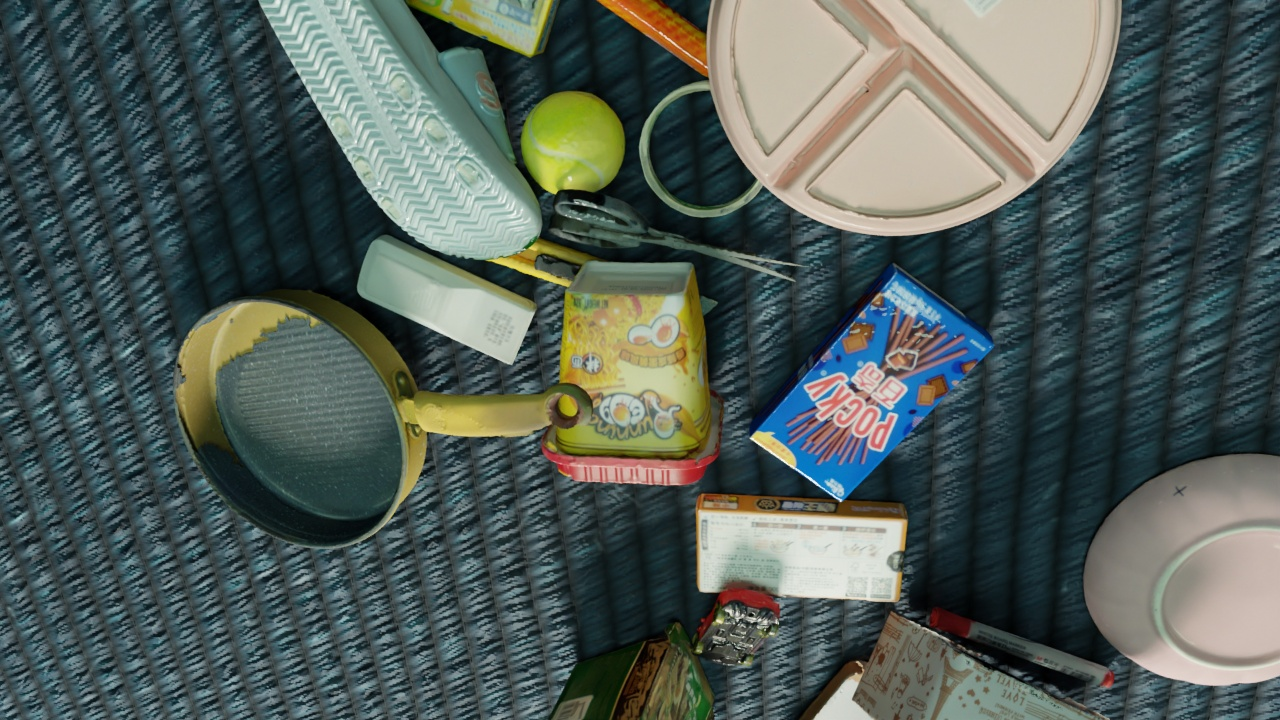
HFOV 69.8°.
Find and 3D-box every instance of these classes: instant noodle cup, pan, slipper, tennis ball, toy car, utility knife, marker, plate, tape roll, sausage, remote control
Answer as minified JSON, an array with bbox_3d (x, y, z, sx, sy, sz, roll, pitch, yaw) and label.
[{"bbox_3d":[-0.004,0.004,0.603,0.116,0.115,0.124,2,111,7],"label":"instant noodle cup"},{"bbox_3d":[-0.183,0.039,0.630,0.358,0.078,0.198,-8,108,22],"label":"pan"},{"bbox_3d":[-0.144,-0.169,0.564,0.104,0.074,0.245,-19,111,41],"label":"slipper"},{"bbox_3d":[-0.042,-0.135,0.576,0.065,0.065,0.065,3,113,7],"label":"tennis ball"},{"bbox_3d":[0.072,0.209,0.714,0.049,0.031,0.107,15,138,-3],"label":"toy car"},{"bbox_3d":[-0.054,-0.068,0.634,0.223,0.015,0.033,18,116,0],"label":"utility knife"},{"bbox_3d":[0.293,0.221,0.705,0.145,0.017,0.017,19,114,-1],"label":"marker"},{"bbox_3d":[0.150,-0.178,0.521,0.230,0.028,0.230,5,116,10],"label":"plate"},{"bbox_3d":[0.043,-0.136,0.593,0.086,0.013,0.086,3,113,6],"label":"tape roll"},{"bbox_3d":[0.421,0.159,0.649,0.192,0.039,0.193,3,113,7],"label":"plate"},{"bbox_3d":[-0.010,-0.215,0.542,0.165,0.021,0.021,28,115,-23],"label":"sausage"},{"bbox_3d":[-0.139,-0.043,0.652,0.125,0.024,0.049,24,114,-3],"label":"remote control"}]

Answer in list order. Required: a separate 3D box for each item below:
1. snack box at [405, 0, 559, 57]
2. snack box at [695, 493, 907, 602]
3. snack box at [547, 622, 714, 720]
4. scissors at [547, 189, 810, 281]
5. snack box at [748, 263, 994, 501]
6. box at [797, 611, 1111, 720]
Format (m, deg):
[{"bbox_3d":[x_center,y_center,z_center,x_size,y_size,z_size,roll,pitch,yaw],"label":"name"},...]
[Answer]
[{"bbox_3d":[-0.079,-0.265,0.546,0.087,0.033,0.141,22,112,-2],"label":"snack box"},{"bbox_3d":[0.119,0.141,0.691,0.154,0.026,0.075,1,113,8],"label":"snack box"},{"bbox_3d":[-0.010,0.294,0.734,0.106,0.118,0.117,-13,111,24],"label":"snack box"},{"bbox_3d":[0.019,-0.077,0.592,0.164,0.164,0.014,7,79,34],"label":"scissors"},{"bbox_3d":[0.155,0.019,0.634,0.084,0.026,0.157,35,113,-8],"label":"snack box"},{"bbox_3d":[0.239,0.291,0.703,0.179,0.135,0.270,27,144,-4],"label":"box"}]
